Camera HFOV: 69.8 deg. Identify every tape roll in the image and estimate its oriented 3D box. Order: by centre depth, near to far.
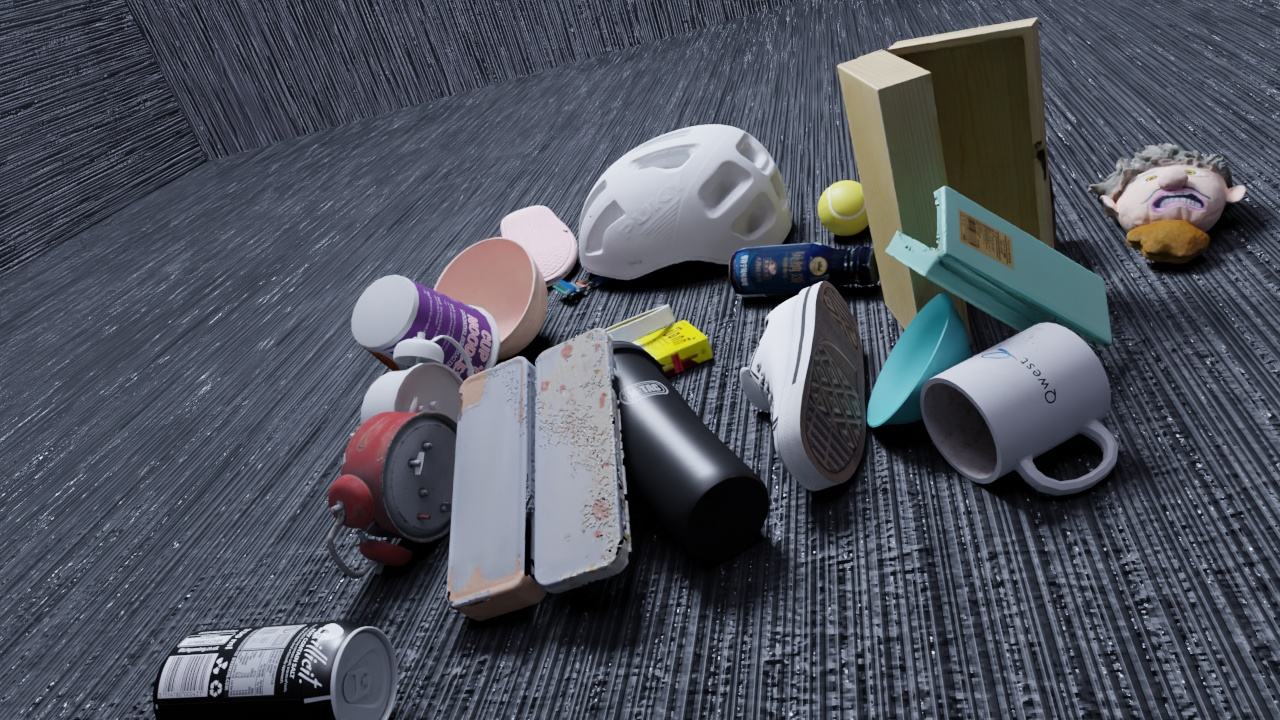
[{"bbox_3d":[-0.009,-0.034,0.984,0.094,0.019,0.094,-23,6,2],"label":"tape roll"}]

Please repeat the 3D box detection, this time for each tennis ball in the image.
[{"bbox_3d":[0.244,-0.180,1.089,0.065,0.065,0.065,-14,27,7],"label":"tennis ball"}]

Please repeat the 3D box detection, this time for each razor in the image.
[{"bbox_3d":[-0.043,-0.112,1.190,0.140,0.018,0.044,-25,31,-21],"label":"razor"}]

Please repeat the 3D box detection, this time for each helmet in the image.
[{"bbox_3d":[0.044,-0.194,1.183,0.283,0.184,0.223,-18,18,35],"label":"helmet"}]

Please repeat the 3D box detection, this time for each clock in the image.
[{"bbox_3d":[-0.200,0.111,0.769,0.062,0.110,0.156,-1,38,31],"label":"clock"},{"bbox_3d":[-0.207,0.042,0.897,0.061,0.120,0.158,-6,40,32],"label":"clock"}]

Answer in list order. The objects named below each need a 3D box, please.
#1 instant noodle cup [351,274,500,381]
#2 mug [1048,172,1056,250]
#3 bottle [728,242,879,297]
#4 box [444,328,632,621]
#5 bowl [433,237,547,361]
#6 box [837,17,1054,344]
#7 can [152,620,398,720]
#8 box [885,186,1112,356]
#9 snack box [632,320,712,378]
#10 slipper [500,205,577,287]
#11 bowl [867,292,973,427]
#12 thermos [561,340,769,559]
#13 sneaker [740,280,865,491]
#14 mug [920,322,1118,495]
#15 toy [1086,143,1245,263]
[{"bbox_3d":[-0.240,-0.023,0.979,0.137,0.122,0.122,-45,55,4],"label":"instant noodle cup"},{"bbox_3d":[0.374,-0.140,0.930,0.081,0.085,0.110,-4,-1,29],"label":"mug"},{"bbox_3d":[0.176,-0.098,0.987,0.161,0.056,0.056,0,32,31],"label":"bottle"},{"bbox_3d":[-0.078,0.081,0.713,0.151,0.043,0.216,-19,49,17],"label":"box"},{"bbox_3d":[-0.167,-0.060,1.078,0.153,0.076,0.152,-12,62,24],"label":"bowl"},{"bbox_3d":[0.270,-0.156,0.827,0.184,0.249,0.142,-26,28,-15],"label":"box"},{"bbox_3d":[-0.246,0.220,0.620,0.146,0.080,0.080,-9,28,18],"label":"can"},{"bbox_3d":[0.295,-0.069,0.714,0.080,0.188,0.077,-59,23,16],"label":"box"},{"bbox_3d":[-0.006,0.005,0.936,0.148,0.026,0.061,-24,27,-11],"label":"snack box"},{"bbox_3d":[-0.147,-0.163,1.308,0.106,0.056,0.221,-18,36,-4],"label":"slipper"},{"bbox_3d":[0.233,0.010,0.732,0.046,0.121,0.120,28,36,0],"label":"bowl"},{"bbox_3d":[0.013,0.069,0.733,0.105,0.106,0.218,-26,33,-16],"label":"thermos"},{"bbox_3d":[0.125,0.021,0.776,0.097,0.091,0.244,-27,26,27],"label":"sneaker"},{"bbox_3d":[0.276,0.042,0.649,0.096,0.083,0.119,-25,55,-14],"label":"mug"},{"bbox_3d":[0.501,-0.152,0.875,0.133,0.076,0.175,-4,38,27],"label":"toy"}]
